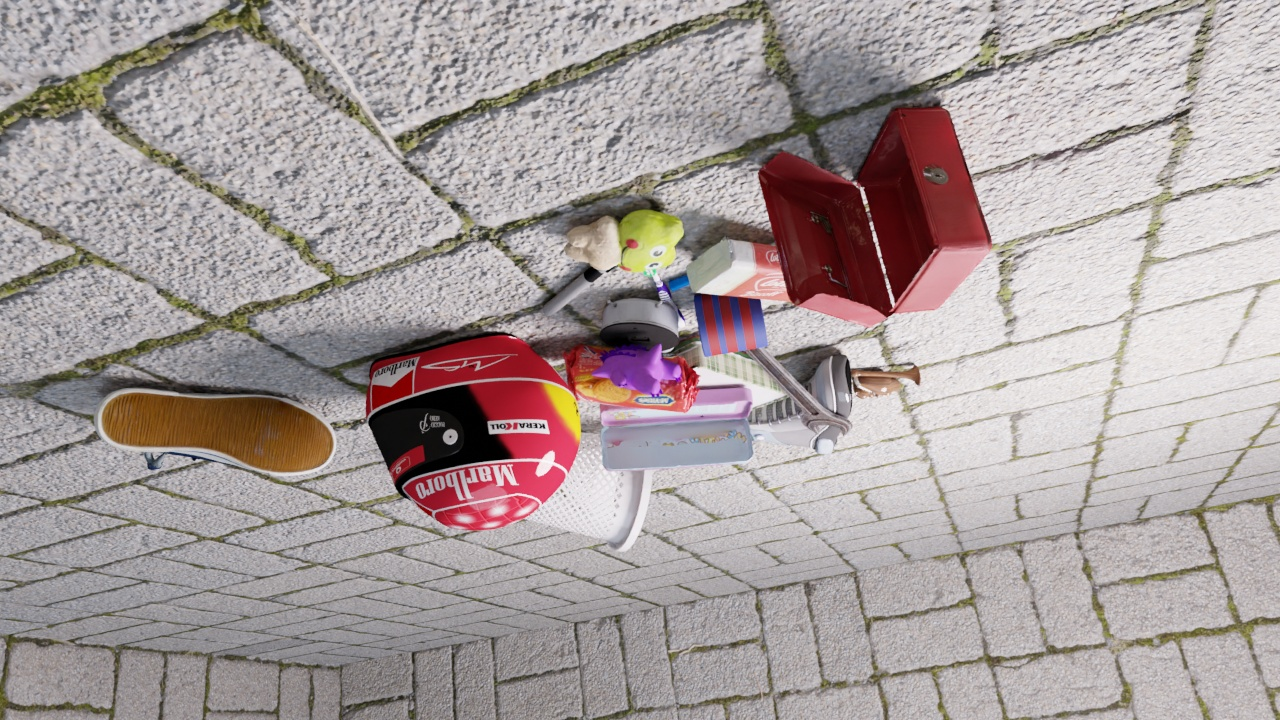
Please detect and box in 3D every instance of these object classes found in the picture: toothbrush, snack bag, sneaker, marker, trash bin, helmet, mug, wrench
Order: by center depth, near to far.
[{"bbox_3d":[0.162,-0.095,1.016,0.224,0.041,0.078,1,160,-34],"label":"snack bag"},{"bbox_3d":[-0.067,-0.085,1.025,0.016,0.016,0.141,11,150,-36],"label":"marker"},{"bbox_3d":[0.096,-0.106,1.028,0.142,0.013,0.013,-19,153,24],"label":"marker"},{"bbox_3d":[0.029,-0.076,1.070,0.015,0.016,0.187,-9,156,13],"label":"toothbrush"},{"bbox_3d":[0.109,-0.045,1.103,0.076,0.075,0.112,-10,172,6],"label":"mug"},{"bbox_3d":[-0.209,0.099,1.145,0.271,0.224,0.198,-12,156,7],"label":"helmet"},{"bbox_3d":[-0.010,0.023,1.171,0.176,0.082,0.082,7,158,9],"label":"snack bag"},{"bbox_3d":[-0.561,0.098,1.217,0.294,0.120,0.127,13,172,-33],"label":"sneaker"},{"bbox_3d":[0.199,0.030,1.243,0.070,0.010,0.273,-11,139,42],"label":"wrench"},{"bbox_3d":[0.225,0.067,1.372,0.160,0.093,0.257,0,155,5],"label":"sneaker"},{"bbox_3d":[-0.109,0.188,1.438,0.199,0.195,0.196,12,151,-17],"label":"trash bin"}]

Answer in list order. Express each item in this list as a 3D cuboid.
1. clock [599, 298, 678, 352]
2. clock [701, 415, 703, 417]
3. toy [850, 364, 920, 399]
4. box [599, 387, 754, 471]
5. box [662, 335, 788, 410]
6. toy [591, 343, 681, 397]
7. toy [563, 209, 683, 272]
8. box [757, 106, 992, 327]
[{"bbox_3d":[0.001,-0.038,1.107,0.094,0.035,0.123,1,161,9],"label":"clock"},{"bbox_3d":[0.087,0.088,1.360,0.120,0.091,0.043,3,145,-42],"label":"clock"},{"bbox_3d":[0.363,0.033,1.377,0.102,0.041,0.055,2,133,-1],"label":"toy"},{"bbox_3d":[0.050,0.100,1.266,0.214,0.092,0.090,-3,159,-2],"label":"box"},{"bbox_3d":[0.106,0.026,1.282,0.205,0.050,0.118,17,150,-41],"label":"box"},{"bbox_3d":[-0.007,0.007,1.092,0.088,0.056,0.105,2,-160,30],"label":"toy"},{"bbox_3d":[-0.018,-0.119,0.930,0.117,0.043,0.092,-1,156,-9],"label":"toy"},{"bbox_3d":[0.227,-0.133,0.835,0.151,0.157,0.166,14,147,-43],"label":"box"}]
